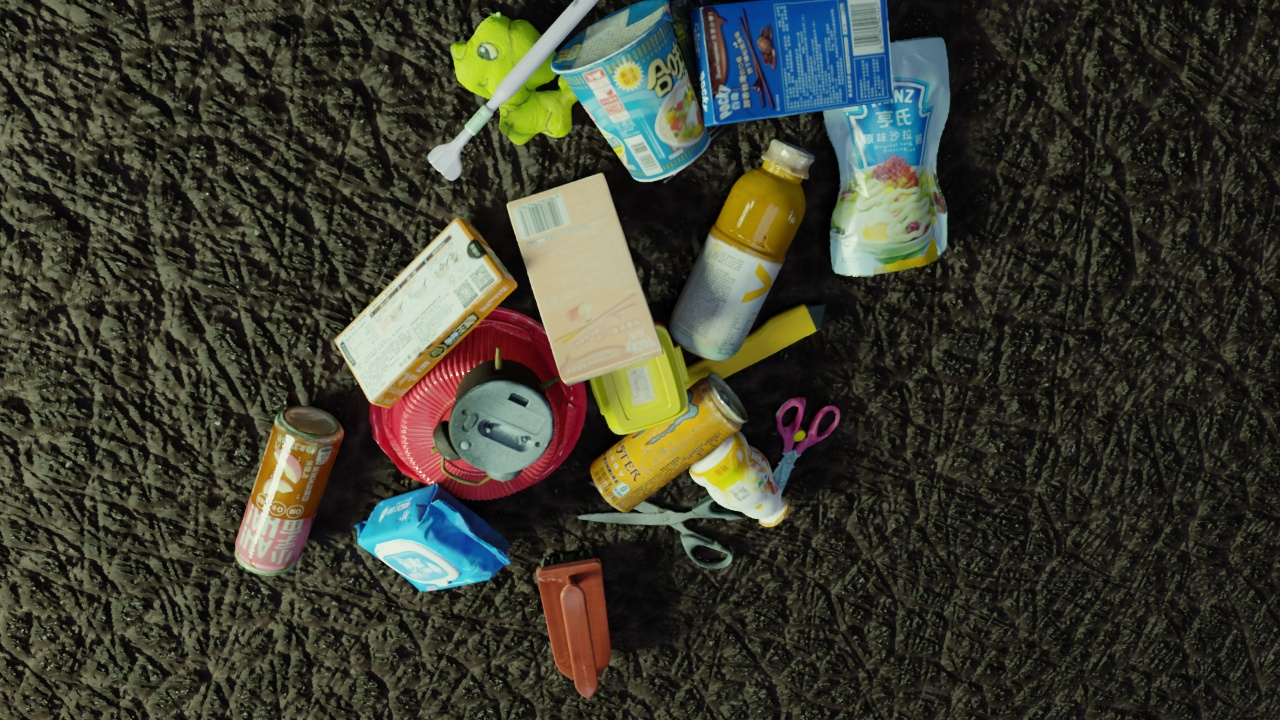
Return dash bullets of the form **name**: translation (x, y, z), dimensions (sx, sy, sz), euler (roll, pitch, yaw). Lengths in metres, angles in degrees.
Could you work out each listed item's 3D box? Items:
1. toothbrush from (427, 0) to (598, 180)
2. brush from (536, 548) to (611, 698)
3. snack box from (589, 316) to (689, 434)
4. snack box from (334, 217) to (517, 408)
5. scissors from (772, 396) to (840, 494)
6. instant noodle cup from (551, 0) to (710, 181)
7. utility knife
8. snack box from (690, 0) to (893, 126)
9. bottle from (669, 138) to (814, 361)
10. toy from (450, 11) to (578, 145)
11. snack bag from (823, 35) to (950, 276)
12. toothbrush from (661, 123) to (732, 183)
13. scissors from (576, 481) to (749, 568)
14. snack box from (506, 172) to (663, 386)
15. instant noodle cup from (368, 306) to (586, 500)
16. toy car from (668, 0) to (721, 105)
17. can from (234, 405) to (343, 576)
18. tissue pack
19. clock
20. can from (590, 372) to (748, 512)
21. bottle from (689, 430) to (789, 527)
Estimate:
- **toothbrush**: translation (-0.088, -0.212, 0.682), dimensions (0.029, 0.021, 0.189), euler (44, 97, 2)
- **brush**: translation (-0.062, 0.263, 0.908), dimensions (0.063, 0.069, 0.146), euler (-8, 115, -5)
- **snack box**: translation (-0.005, 0.005, 0.795), dimensions (0.082, 0.080, 0.091), euler (-18, 115, -1)
- **snack box**: translation (-0.178, -0.038, 0.751), dimensions (0.154, 0.075, 0.026), euler (-42, 154, 10)
- **scissors**: translation (0.155, 0.096, 0.902), dimensions (0.077, 0.017, 0.138), euler (1, 118, -19)
- **instant noodle cup**: translation (0.001, -0.200, 0.701), dimensions (0.099, 0.099, 0.110), euler (-29, 123, 4)
- **utility knife**: translation (0.083, -0.004, 0.842), dimensions (0.193, 0.015, 0.033), euler (-27, 116, 4)
- **snack box**: translation (0.118, -0.232, 0.702), dimensions (0.157, 0.026, 0.084), euler (-12, 102, -17)
- **bottle**: translation (0.088, -0.092, 0.774), dimensions (0.068, 0.068, 0.190), euler (19, 110, -17)
- **toy**: translation (-0.093, -0.218, 0.708), dimensions (0.096, 0.031, 0.100), euler (-12, 119, -10)
- **snack bag**: translation (0.210, -0.170, 0.778), dimensions (0.110, 0.038, 0.191), euler (-7, 111, -1)
- **toothbrush**: translation (0.089, -0.210, 0.752), dimensions (0.189, 0.014, 0.018), euler (-42, 126, 11)
- **scissors**: translation (0.033, 0.156, 0.909), dimensions (0.170, 0.014, 0.159), euler (-27, 113, 5)
- **snack box**: translation (-0.045, -0.066, 0.740), dimensions (0.084, 0.026, 0.157), euler (-18, 80, -1)
- **instant noodle cup**: translation (-0.141, 0.052, 0.803), dimensions (0.193, 0.065, 0.194), euler (-3, 115, -7)
- **toy car**: translation (0.052, -0.242, 0.718), dimensions (0.042, 0.035, 0.090), euler (-23, 114, 2)
- **can**: translation (-0.309, 0.114, 0.805), dimensions (0.058, 0.058, 0.147), euler (19, 110, -17)
- **tissue pack**: translation (-0.189, 0.163, 0.816), dimensions (0.095, 0.052, 0.158), euler (43, 141, -23)
- **clock**: translation (-0.118, 0.053, 0.740), dimensions (0.082, 0.055, 0.122), euler (26, 108, -20)
- **can**: translation (0.025, 0.076, 0.836), dimensions (0.146, 0.058, 0.058), euler (-39, 115, 15)
- **bottle**: translation (0.096, 0.113, 0.870), dimensions (0.063, 0.063, 0.108), euler (-41, 114, 9)
